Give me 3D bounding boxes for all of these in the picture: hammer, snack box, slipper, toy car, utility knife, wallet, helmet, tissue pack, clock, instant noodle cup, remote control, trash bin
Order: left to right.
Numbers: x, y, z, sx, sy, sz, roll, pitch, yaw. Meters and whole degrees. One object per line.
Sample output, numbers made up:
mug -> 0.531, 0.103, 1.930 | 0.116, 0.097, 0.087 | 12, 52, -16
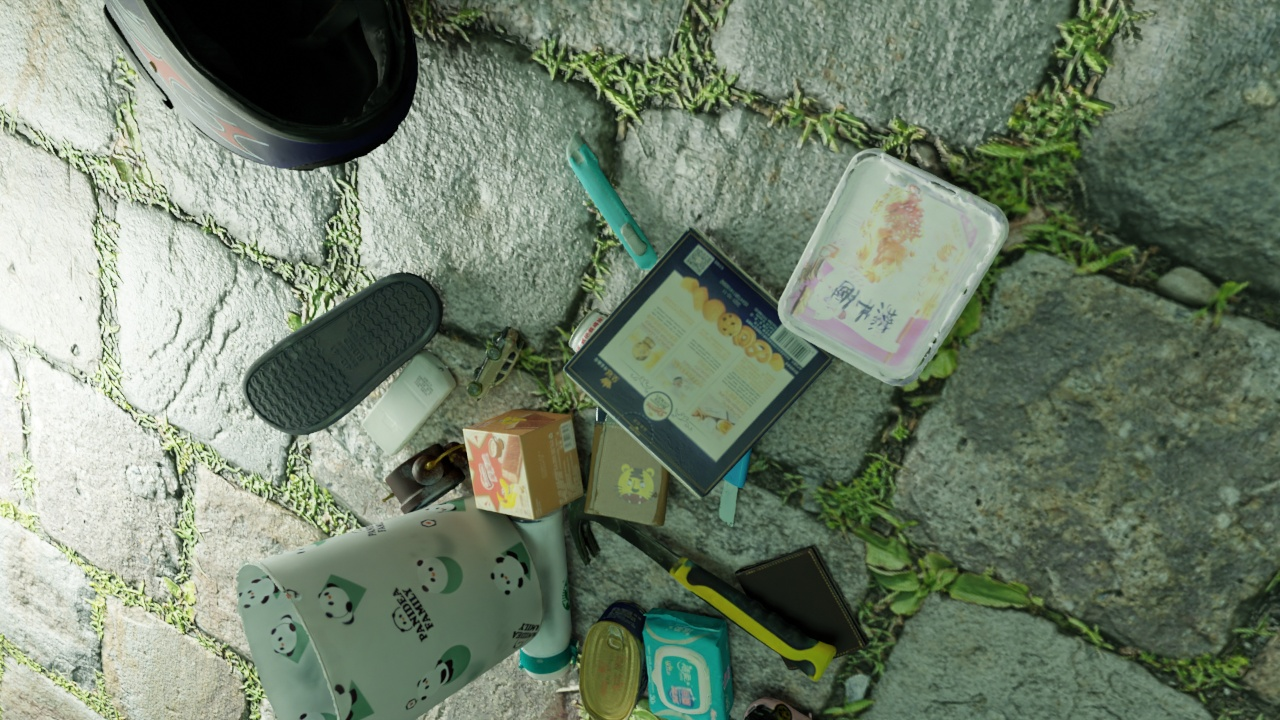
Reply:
helmet -> -0.338, -0.298, 0.848 | 0.315, 0.246, 0.241 | 59, 160, 2
slipper -> -0.332, -0.008, 1.059 | 0.268, 0.083, 0.110 | -33, 96, 12
trash bin -> -0.257, 0.269, 0.972 | 0.230, 0.251, 0.230 | 22, 121, 42
remote control -> -0.273, 0.051, 1.078 | 0.058, 0.021, 0.150 | 47, 121, 2
clock -> -0.243, 0.132, 1.062 | 0.122, 0.081, 0.055 | -38, 84, 33
toy car -> -0.159, 0.007, 0.996 | 0.035, 0.042, 0.091 | 31, 115, -10
snack box -> -0.125, 0.109, 0.983 | 0.095, 0.076, 0.093 | 3, 106, 41
wallet -> -0.011, 0.108, 0.949 | 0.090, 0.033, 0.115 | 8, 93, 13
utility knife -> -0.009, -0.123, 0.894 | 0.029, 0.013, 0.223 | -32, 93, 31
tissue pack -> 0.053, 0.339, 1.019 | 0.093, 0.050, 0.133 | 3, 110, 25
hammer -> 0.056, 0.231, 0.974 | 0.323, 0.031, 0.126 | 32, 121, 17
snack box -> 0.054, 0.003, 0.855 | 0.178, 0.045, 0.182 | 43, 97, 4
utility knife -> 0.098, 0.084, 0.920 | 0.034, 0.018, 0.194 | 14, 116, 19
toy car -> 0.170, 0.408, 1.000 | 0.122, 0.037, 0.056 | 33, 123, -4
wallet -> 0.167, 0.258, 0.954 | 0.097, 0.020, 0.122 | -27, 96, 27
instant noodle cup -> 0.213, -0.081, 0.780 | 0.138, 0.060, 0.174 | 30, 120, 12

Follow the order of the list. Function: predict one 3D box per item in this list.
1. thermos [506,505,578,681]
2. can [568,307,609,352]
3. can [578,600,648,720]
thermos -> -0.113, 0.266, 1.061 | 0.073, 0.073, 0.224 | 6, 112, 23
can -> -0.005, 0.005, 0.917 | 0.133, 0.053, 0.053 | 37, 120, 8
can -> -0.027, 0.351, 1.061 | 0.075, 0.049, 0.148 | 15, 115, 19
